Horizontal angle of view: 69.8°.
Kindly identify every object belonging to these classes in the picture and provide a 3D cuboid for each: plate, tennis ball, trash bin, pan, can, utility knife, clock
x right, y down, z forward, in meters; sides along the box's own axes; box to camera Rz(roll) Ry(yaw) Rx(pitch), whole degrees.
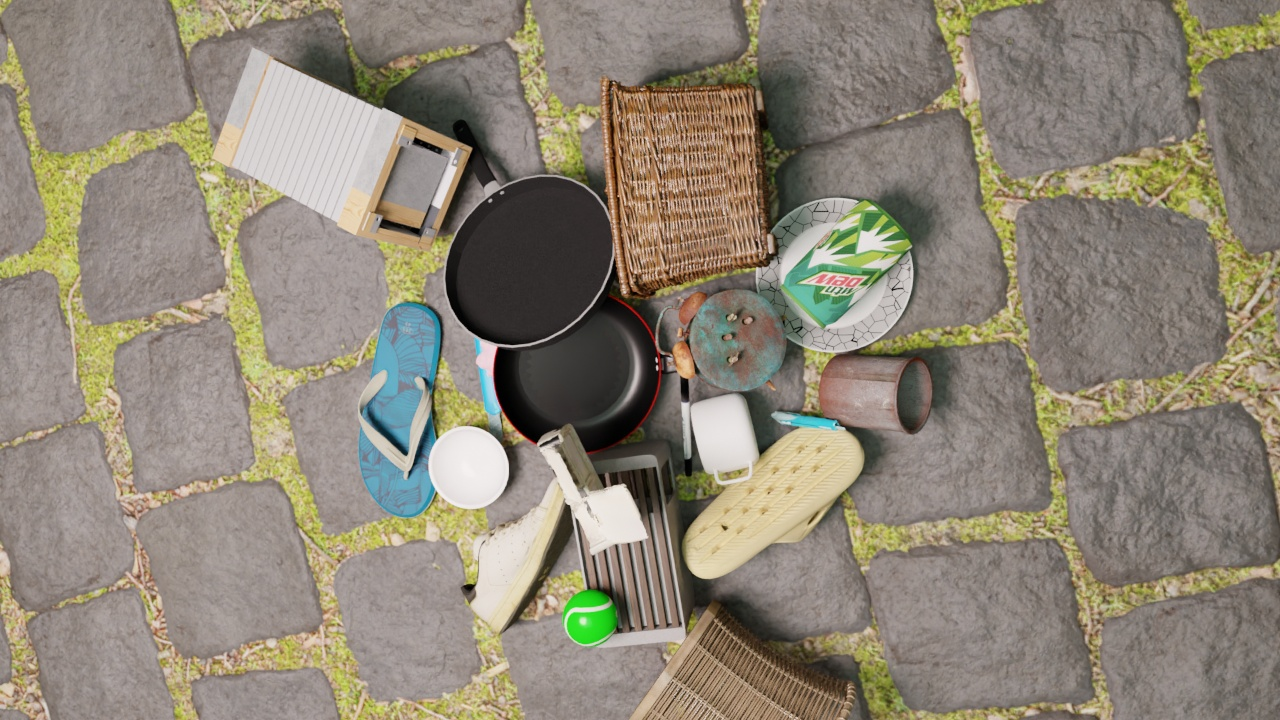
[{"bbox_3d":[0.239,-0.105,1.139,0.189,0.016,0.188,1,95,9],"label":"plate"},{"bbox_3d":[-0.059,0.304,1.083,0.065,0.065,0.065,1,95,9],"label":"tennis ball"},{"bbox_3d":[-0.367,-0.257,1.134,0.247,0.142,0.142,28,99,21],"label":"trash bin"},{"bbox_3d":[-0.160,-0.170,1.138,0.225,0.034,0.356,-32,64,7],"label":"pan"},{"bbox_3d":[-0.009,0.226,1.161,0.114,0.114,0.229,-9,94,10],"label":"trash bin"},{"bbox_3d":[-0.007,0.007,1.163,0.356,0.067,0.209,-5,101,-8],"label":"pan"},{"bbox_3d":[0.242,-0.113,1.085,0.083,0.083,0.144,45,100,3],"label":"can"},{"bbox_3d":[0.207,0.074,1.122,0.022,0.118,0.015,39,72,-28],"label":"utility knife"},{"bbox_3d":[-0.204,0.020,1.226,0.031,0.015,0.196,-4,96,13],"label":"utility knife"},{"bbox_3d":[0.097,-0.026,1.105,0.157,0.073,0.121,10,85,-7],"label":"clock"}]

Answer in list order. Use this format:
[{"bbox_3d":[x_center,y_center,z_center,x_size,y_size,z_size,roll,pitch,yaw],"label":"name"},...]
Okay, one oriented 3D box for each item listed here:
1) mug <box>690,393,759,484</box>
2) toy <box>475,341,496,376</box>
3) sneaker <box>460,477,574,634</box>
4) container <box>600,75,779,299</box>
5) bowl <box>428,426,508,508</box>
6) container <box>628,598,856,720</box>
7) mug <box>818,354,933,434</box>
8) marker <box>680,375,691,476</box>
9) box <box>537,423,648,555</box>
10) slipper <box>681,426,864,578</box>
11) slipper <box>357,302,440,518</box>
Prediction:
[{"bbox_3d":[0.107,0.099,1.134,0.068,0.094,0.115,-14,56,8],"label":"mug"},{"bbox_3d":[-0.167,-0.001,1.199,0.093,0.050,0.102,13,100,-4],"label":"toy"},{"bbox_3d":[-0.162,0.239,1.209,0.102,0.088,0.242,31,104,14],"label":"sneaker"},{"bbox_3d":[0.063,-0.207,1.083,0.183,0.162,0.250,-6,92,10],"label":"container"},{"bbox_3d":[-0.223,0.139,1.227,0.110,0.040,0.110,1,96,10],"label":"bowl"},{"bbox_3d":[0.115,0.426,1.112,0.196,0.226,0.227,35,100,12],"label":"container"},{"bbox_3d":[0.290,0.037,1.100,0.110,0.122,0.096,11,97,43],"label":"mug"},{"bbox_3d":[0.058,0.082,1.162,0.011,0.011,0.152,1,117,9],"label":"marker"},{"bbox_3d":[-0.058,0.143,1.016,0.065,0.186,0.145,-28,95,-15],"label":"box"},{"bbox_3d":[0.167,0.181,1.145,0.261,0.079,0.111,-39,47,5],"label":"slipper"},{"bbox_3d":[-0.327,0.069,1.230,0.118,0.060,0.295,8,96,12],"label":"slipper"}]
